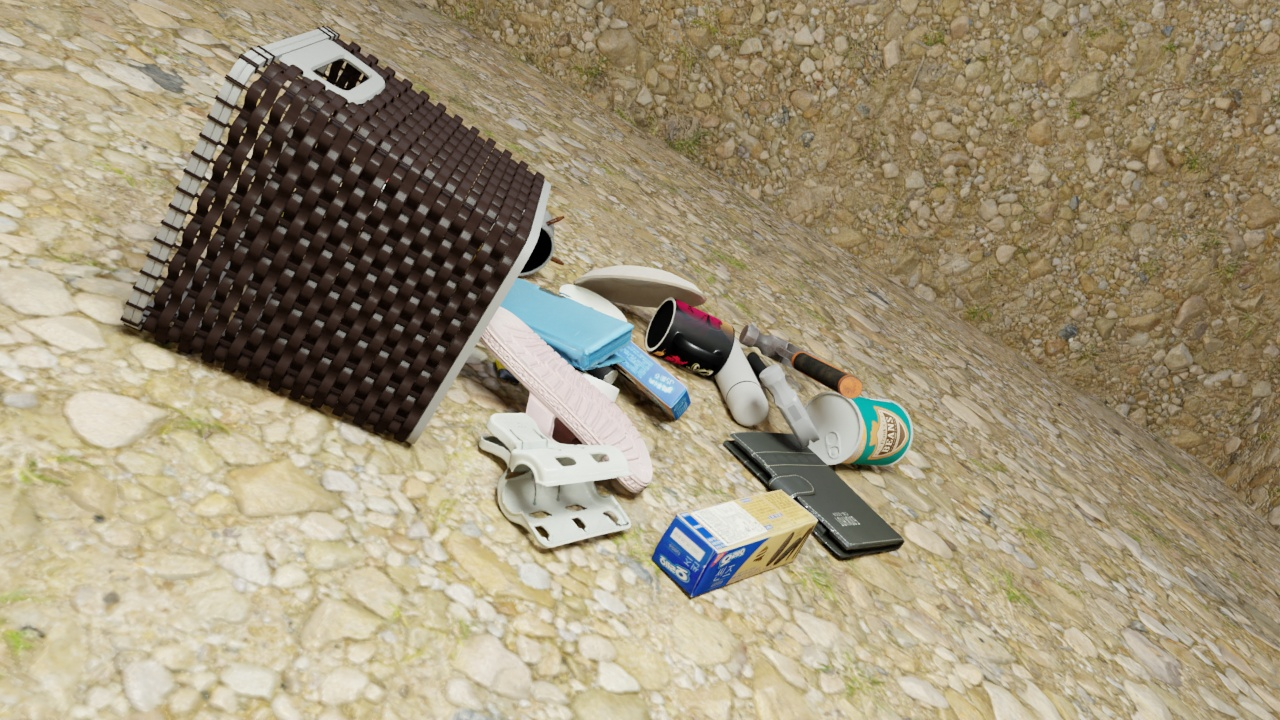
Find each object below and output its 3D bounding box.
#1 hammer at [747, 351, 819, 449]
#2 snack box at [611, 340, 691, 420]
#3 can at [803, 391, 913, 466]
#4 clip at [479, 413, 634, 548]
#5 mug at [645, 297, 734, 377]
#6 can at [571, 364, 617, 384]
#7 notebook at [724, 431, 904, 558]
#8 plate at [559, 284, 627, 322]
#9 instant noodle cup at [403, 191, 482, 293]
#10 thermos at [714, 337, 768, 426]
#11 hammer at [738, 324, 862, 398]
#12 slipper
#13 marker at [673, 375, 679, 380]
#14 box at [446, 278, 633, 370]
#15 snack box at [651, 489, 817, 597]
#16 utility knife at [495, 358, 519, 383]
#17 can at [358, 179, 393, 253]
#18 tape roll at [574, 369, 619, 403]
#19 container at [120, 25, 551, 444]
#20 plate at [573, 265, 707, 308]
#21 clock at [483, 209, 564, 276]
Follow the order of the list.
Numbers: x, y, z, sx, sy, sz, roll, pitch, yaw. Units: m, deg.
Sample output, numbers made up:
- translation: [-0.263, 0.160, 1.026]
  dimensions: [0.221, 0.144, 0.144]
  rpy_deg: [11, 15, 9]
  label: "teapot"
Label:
- translation: [0.187, 0.037, 1.282]
  dimensions: [0.127, 0.029, 0.323]
  rpy_deg: [58, 5, -9]
  label: "hammer"
- translation: [-0.007, 0.006, 1.106]
  dimensions: [0.151, 0.034, 0.087]
  rpy_deg: [40, -6, 14]
  label: "snack box"
- translation: [0.304, 0.098, 1.292]
  dimensions: [0.143, 0.099, 0.099]
  rpy_deg: [8, 31, -46]
  label: "can"
- translation: [-0.074, 0.090, 0.821]
  dimensions: [0.126, 0.099, 0.152]
  rpy_deg: [4, 44, -55]
  label: "clip"
- translation: [0.073, -0.026, 1.272]
  dimensions: [0.098, 0.082, 0.118]
  rpy_deg: [23, 14, -20]
  label: "mug"
- translation: [-0.066, 0.000, 1.101]
  dimensions: [0.080, 0.032, 0.031]
  rpy_deg: [39, 22, 19]
  label: "can"
- translation: [0.215, 0.160, 1.135]
  dimensions: [0.169, 0.029, 0.209]
  rpy_deg: [8, 28, -51]
  label: "notebook"
- translation: [-0.069, -0.064, 1.250]
  dimensions: [0.104, 0.026, 0.104]
  rpy_deg: [27, 22, -12]
  label: "plate"
- translation: [-0.213, -0.142, 0.990]
  dimensions: [0.100, 0.113, 0.100]
  rpy_deg: [5, 63, -11]
  label: "instant noodle cup"
- translation: [0.131, 0.018, 1.303]
  dimensions: [0.052, 0.052, 0.224]
  rpy_deg: [23, 22, -20]
  label: "thermos"
- translation: [0.244, 0.011, 1.283]
  dimensions: [0.137, 0.035, 0.314]
  rpy_deg: [24, 5, -13]
  label: "hammer"
- translation: [-0.085, 0.048, 0.923]
  dimensions: [0.239, 0.064, 0.094]
  rpy_deg: [46, 18, 0]
  label: "slipper"
- translation: [-0.013, 0.002, 1.186]
  dimensions: [0.145, 0.021, 0.023]
  rpy_deg: [28, -9, -9]
  label: "marker"
- translation: [-0.126, -0.043, 1.032]
  dimensions: [0.232, 0.054, 0.093]
  rpy_deg: [23, 35, 26]
  label: "box"
- translation: [0.097, 0.175, 0.897]
  dimensions: [0.056, 0.057, 0.206]
  rpy_deg: [40, 22, 30]
  label: "snack box"
- translation: [-0.162, -0.032, 1.072]
  dimensions: [0.030, 0.019, 0.217]
  rpy_deg: [31, 16, -26]
  label: "utility knife"
- translation: [-0.266, -0.155, 1.098]
  dimensions: [0.116, 0.087, 0.086]
  rpy_deg: [33, 21, 4]
  label: "can"
- translation: [-0.070, 0.022, 1.009]
  dimensions: [0.094, 0.018, 0.094]
  rpy_deg: [22, -5, 2]
  label: "tape roll"
- translation: [-0.243, -0.108, 0.808]
  dimensions: [0.243, 0.246, 0.247]
  rpy_deg: [30, 21, -14]
  label: "container"
- translation: [0.001, -0.107, 1.293]
  dimensions: [0.189, 0.027, 0.189]
  rpy_deg: [7, -8, 1]
  label: "plate"
- translation: [-0.179, -0.163, 1.240]
  dimensions: [0.147, 0.104, 0.056]
  rpy_deg: [-8, 44, -13]
  label: "clock"
